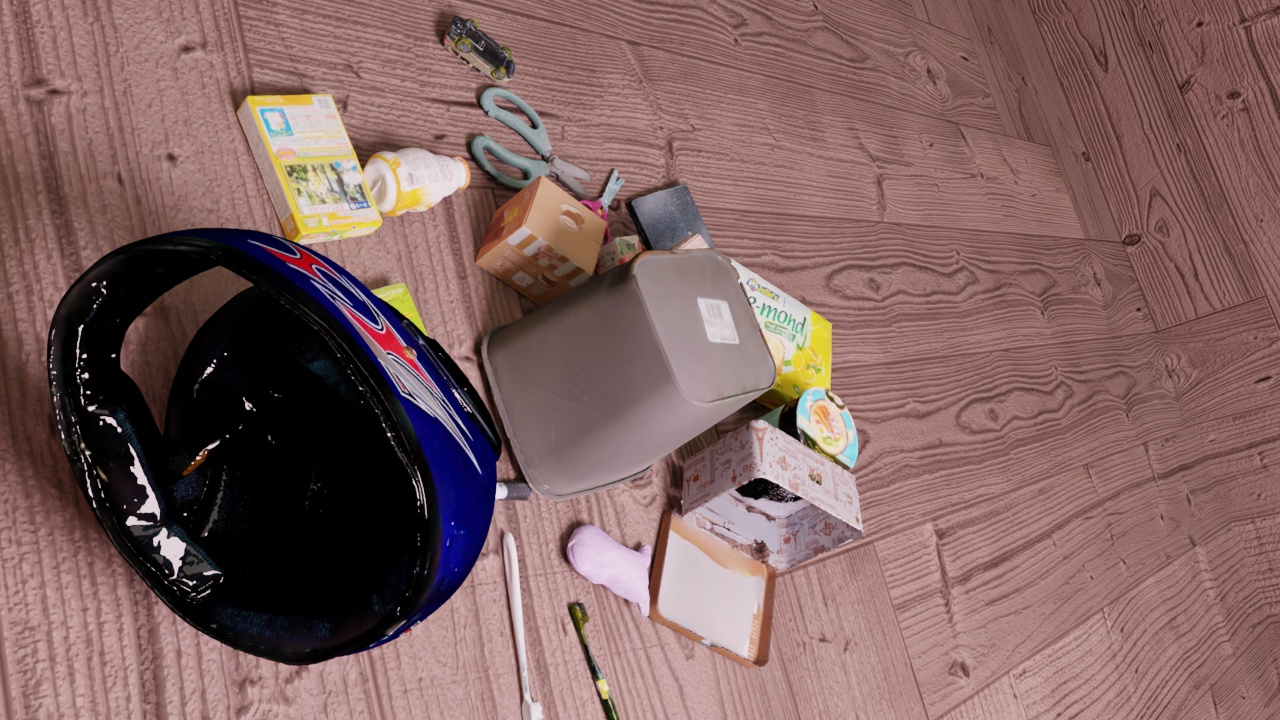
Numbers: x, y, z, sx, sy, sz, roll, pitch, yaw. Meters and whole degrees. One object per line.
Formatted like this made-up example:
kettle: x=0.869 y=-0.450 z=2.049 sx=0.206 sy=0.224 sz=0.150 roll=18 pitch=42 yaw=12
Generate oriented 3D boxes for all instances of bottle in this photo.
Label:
bottle: x=-0.222 y=-0.182 z=0.922 sx=0.108 sy=0.063 sz=0.063 roll=-24 pitch=88 yaw=-47

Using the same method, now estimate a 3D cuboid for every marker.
marker: x=-0.159 y=0.128 z=0.873 sx=0.130 sy=0.018 sz=0.022 roll=1 pitch=79 yaw=-43

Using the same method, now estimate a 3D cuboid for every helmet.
helmet: x=-0.244 y=0.052 z=0.665 sx=0.315 sy=0.247 sz=0.240 roll=61 pitch=1 yaw=-12

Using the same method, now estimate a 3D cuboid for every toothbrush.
toothbrush: x=-0.112 y=0.251 z=0.863 sx=0.016 sy=0.016 sz=0.180 roll=8 pitch=66 yaw=-49
toothbrush: x=-0.033 y=0.328 z=0.904 sx=0.017 sy=0.012 sz=0.185 roll=-12 pitch=79 yaw=-56

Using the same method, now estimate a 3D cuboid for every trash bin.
trash bin: x=-0.005 y=0.005 z=0.918 sx=0.198 sy=0.220 sz=0.199 roll=-10 pitch=74 yaw=-48

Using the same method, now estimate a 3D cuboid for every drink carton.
drink carton: x=-0.009 y=-0.082 z=1.082 sx=0.045 sy=0.054 sz=0.122 roll=-19 pitch=86 yaw=-46

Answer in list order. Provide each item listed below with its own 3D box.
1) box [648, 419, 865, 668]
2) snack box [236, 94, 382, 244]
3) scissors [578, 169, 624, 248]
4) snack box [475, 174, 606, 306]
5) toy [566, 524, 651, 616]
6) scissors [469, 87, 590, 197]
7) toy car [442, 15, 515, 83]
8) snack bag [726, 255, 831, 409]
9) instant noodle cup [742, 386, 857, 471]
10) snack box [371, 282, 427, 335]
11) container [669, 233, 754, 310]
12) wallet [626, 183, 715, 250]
box: x=0.136 y=0.201 z=1.012 sx=0.180 sy=0.158 sz=0.217 roll=34 pitch=51 yaw=-28
snack box: x=-0.310 y=-0.181 z=0.863 sx=0.086 sy=0.034 sz=0.140 roll=-20 pitch=84 yaw=-46
scissors: x=-0.040 y=-0.188 z=1.131 sx=0.072 sy=0.017 sz=0.136 roll=56 pitch=39 yaw=-21
snack box: x=-0.105 y=-0.126 z=0.982 sx=0.092 sy=0.095 sz=0.076 roll=34 pitch=51 yaw=-27
toy: x=-0.030 y=0.206 z=0.943 sx=0.108 sy=0.039 sz=0.083 roll=31 pitch=38 yaw=-24
scissors: x=-0.128 y=-0.230 z=1.065 sx=0.179 sy=0.019 sz=0.161 roll=41 pitch=47 yaw=-25
toy car: x=-0.184 y=-0.354 z=1.056 sx=0.090 sy=0.035 sz=0.042 roll=31 pitch=54 yaw=-30
snack bag: x=0.155 y=-0.020 z=1.196 sx=0.246 sy=0.068 sz=0.157 roll=28 pitch=55 yaw=-31
instant noodle cup: x=0.187 y=0.100 z=1.133 sx=0.111 sy=0.121 sz=0.111 roll=18 pitch=61 yaw=-36
snack box: x=-0.229 y=0.010 z=0.855 sx=0.085 sy=0.026 sz=0.156 roll=-23 pitch=88 yaw=-46
container: x=0.052 y=-0.071 z=1.034 sx=0.111 sy=0.090 sz=0.089 roll=56 pitch=40 yaw=-7
wallet: x=0.042 y=-0.176 z=1.198 sx=0.120 sy=0.019 sz=0.097 roll=-26 pitch=91 yaw=-44
